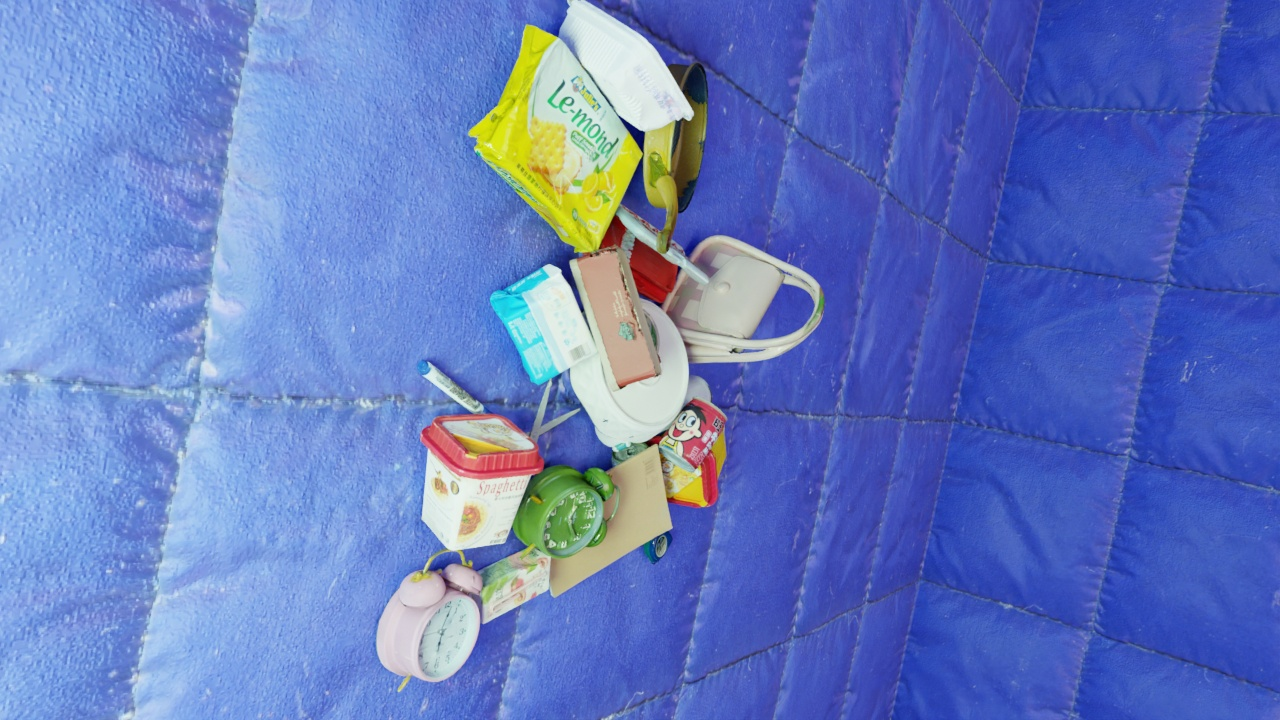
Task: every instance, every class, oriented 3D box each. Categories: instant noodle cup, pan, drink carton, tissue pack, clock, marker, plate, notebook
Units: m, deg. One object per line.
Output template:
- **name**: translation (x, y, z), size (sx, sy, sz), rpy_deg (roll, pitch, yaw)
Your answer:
- **instant noodle cup**: translation (-0.184, 0.136, 1.023), size (0.116, 0.117, 0.124), rpy_deg (-1, 113, -41)
- **pan**: translation (0.044, -0.246, 1.174), size (0.356, 0.078, 0.198), rpy_deg (-65, 160, -46)
- **drink carton**: translation (-0.167, 0.283, 1.159), size (0.122, 0.045, 0.053), rpy_deg (-15, 114, -53)
- **tissue pack**: translation (-0.114, -0.041, 1.092), size (0.090, 0.063, 0.140), rpy_deg (-29, 131, -7)
- **clock**: translation (-0.235, 0.290, 1.049), size (0.117, 0.060, 0.158), rpy_deg (7, 93, -57)
- **instant noodle cup**: translation (-0.028, -0.336, 1.066), size (0.060, 0.173, 0.138), rpy_deg (-47, 143, 0)
- **marker**: translation (-0.206, 0.039, 1.045), size (0.146, 0.017, 0.016), rpy_deg (49, 61, -51)
- **plate**: translation (-0.007, 0.007, 1.242), size (0.204, 0.046, 0.204), rpy_deg (11, 75, -44)
- **clock**: translation (-0.090, 0.197, 1.194), size (0.160, 0.056, 0.116), rpy_deg (-8, 117, -42)
- **notebook**: translation (-0.048, 0.224, 1.288), size (0.211, 0.012, 0.150), rpy_deg (-26, 122, -28)
- **instant noodle cup**: translation (0.078, 0.150, 1.430), size (0.123, 0.116, 0.116), rpy_deg (-51, 140, -52)

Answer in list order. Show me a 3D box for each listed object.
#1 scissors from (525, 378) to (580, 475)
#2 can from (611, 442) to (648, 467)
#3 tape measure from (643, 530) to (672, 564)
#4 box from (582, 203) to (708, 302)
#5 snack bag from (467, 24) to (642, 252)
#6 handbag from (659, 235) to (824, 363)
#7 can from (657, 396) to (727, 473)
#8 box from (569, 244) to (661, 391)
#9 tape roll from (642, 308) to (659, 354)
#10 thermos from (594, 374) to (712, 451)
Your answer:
- **scissors**: translation (-0.142, 0.101, 1.138), size (0.162, 0.012, 0.174), rpy_deg (-4, 118, -47)
- **can**: translation (-0.006, 0.194, 1.357), size (0.058, 0.058, 0.147), rpy_deg (-38, 131, -44)
- **tape measure**: translation (0.025, 0.290, 1.467), size (0.058, 0.025, 0.054), rpy_deg (-56, 140, -35)
- **box**: translation (0.019, -0.143, 1.244), size (0.201, 0.098, 0.095), rpy_deg (27, 78, -55)
- **snack bag**: translation (-0.096, -0.245, 1.066), size (0.246, 0.068, 0.157), rpy_deg (44, 66, -54)
- **handbag**: translation (0.158, -0.080, 1.346), size (0.192, 0.234, 0.093), rpy_deg (-59, 144, -26)
- **can**: translation (0.076, 0.106, 1.324), size (0.093, 0.066, 0.066), rpy_deg (-54, 142, -13)
- **box**: translation (-0.020, -0.054, 1.123), size (0.091, 0.077, 0.168), rpy_deg (-21, 94, -83)
- **tape roll**: translation (-0.008, -0.029, 1.206), size (0.085, 0.014, 0.085), rpy_deg (11, 74, -43)
- **thermos**: translation (0.019, 0.073, 1.348), size (0.223, 0.073, 0.073), rpy_deg (-17, 115, -52)
